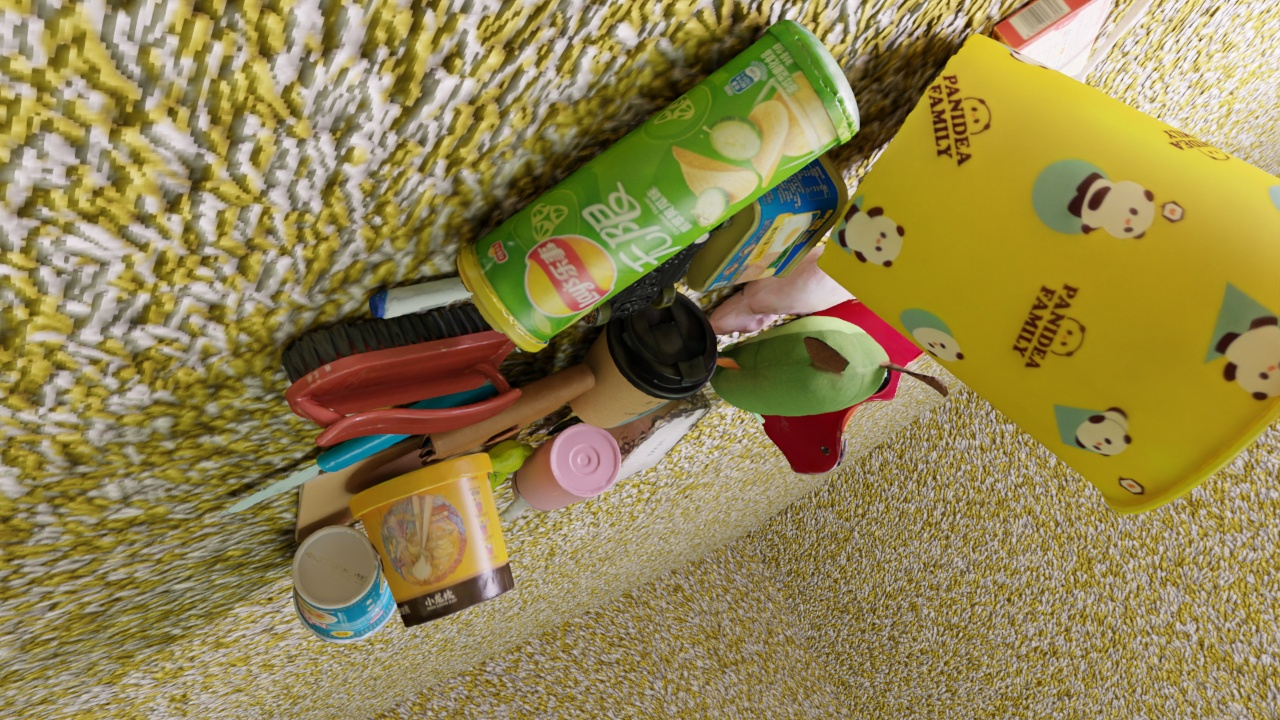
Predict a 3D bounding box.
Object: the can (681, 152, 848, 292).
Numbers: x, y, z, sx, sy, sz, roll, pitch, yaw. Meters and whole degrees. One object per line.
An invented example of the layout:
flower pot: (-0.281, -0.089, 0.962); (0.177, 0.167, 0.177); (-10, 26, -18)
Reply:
can: (0.077, -0.095, 0.626); (0.083, 0.057, 0.102); (-15, 158, -35)

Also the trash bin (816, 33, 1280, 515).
trash bin: (0.274, -0.067, 0.604); (0.229, 0.255, 0.230); (-52, 169, -14)

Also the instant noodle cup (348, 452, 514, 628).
instant noodle cup: (-0.164, 0.148, 0.753); (0.118, 0.114, 0.118); (-20, 174, -2)

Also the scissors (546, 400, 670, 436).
scissors: (-0.027, 0.045, 0.855); (0.180, 0.019, 0.143); (-26, -166, 18)

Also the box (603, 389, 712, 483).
box: (0.000, 0.075, 0.991); (0.089, 0.061, 0.185); (-18, 162, -34)

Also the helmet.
helmet: (0.222, 0.008, 1.028); (0.240, 0.144, 0.206); (-48, 170, 10)

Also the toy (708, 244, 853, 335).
toy: (0.136, -0.062, 0.826); (0.160, 0.054, 0.121); (-26, 168, 32)

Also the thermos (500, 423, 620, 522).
thermos: (-0.086, 0.115, 0.881); (0.087, 0.067, 0.199); (-44, -175, -24)

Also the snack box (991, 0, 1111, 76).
snack box: (0.293, -0.219, 0.676); (0.077, 0.027, 0.155); (-33, 164, 7)

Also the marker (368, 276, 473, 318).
marker: (-0.092, -0.046, 0.549); (0.145, 0.017, 0.017); (-17, 159, -38)

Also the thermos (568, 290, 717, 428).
thermos: (-0.004, 0.004, 0.731); (0.092, 0.093, 0.144); (-19, 167, -33)

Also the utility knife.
utility knife: (-0.201, 0.060, 0.672); (0.218, 0.018, 0.034); (-28, 165, -11)

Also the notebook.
notebook: (-0.195, 0.093, 0.799); (0.207, 0.008, 0.148); (-20, 161, -30)

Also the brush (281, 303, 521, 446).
brush: (-0.139, 0.012, 0.546); (0.145, 0.069, 0.063); (-12, 155, -46)

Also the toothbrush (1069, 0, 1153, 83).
toothbrush: (0.351, -0.253, 0.634); (0.016, 0.016, 0.180); (-10, 142, -52)

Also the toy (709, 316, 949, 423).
toy: (0.147, 0.008, 0.846); (0.226, 0.090, 0.247); (7, 172, -30)

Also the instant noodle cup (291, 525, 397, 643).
instant noodle cup: (-0.265, 0.193, 0.815); (0.099, 0.099, 0.110); (-24, 162, -20)

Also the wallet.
wallet: (-0.110, 0.043, 0.721); (0.130, 0.035, 0.119); (-24, 173, -21)

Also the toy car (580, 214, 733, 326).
toy car: (0.008, -0.072, 0.598); (0.070, 0.042, 0.159); (-17, 160, -38)

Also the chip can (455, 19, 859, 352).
chip can: (0.009, -0.091, 0.491); (0.221, 0.072, 0.072); (-33, 163, 11)

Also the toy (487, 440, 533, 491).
toy: (-0.144, 0.106, 0.851); (0.100, 0.031, 0.096); (-36, 167, 3)
